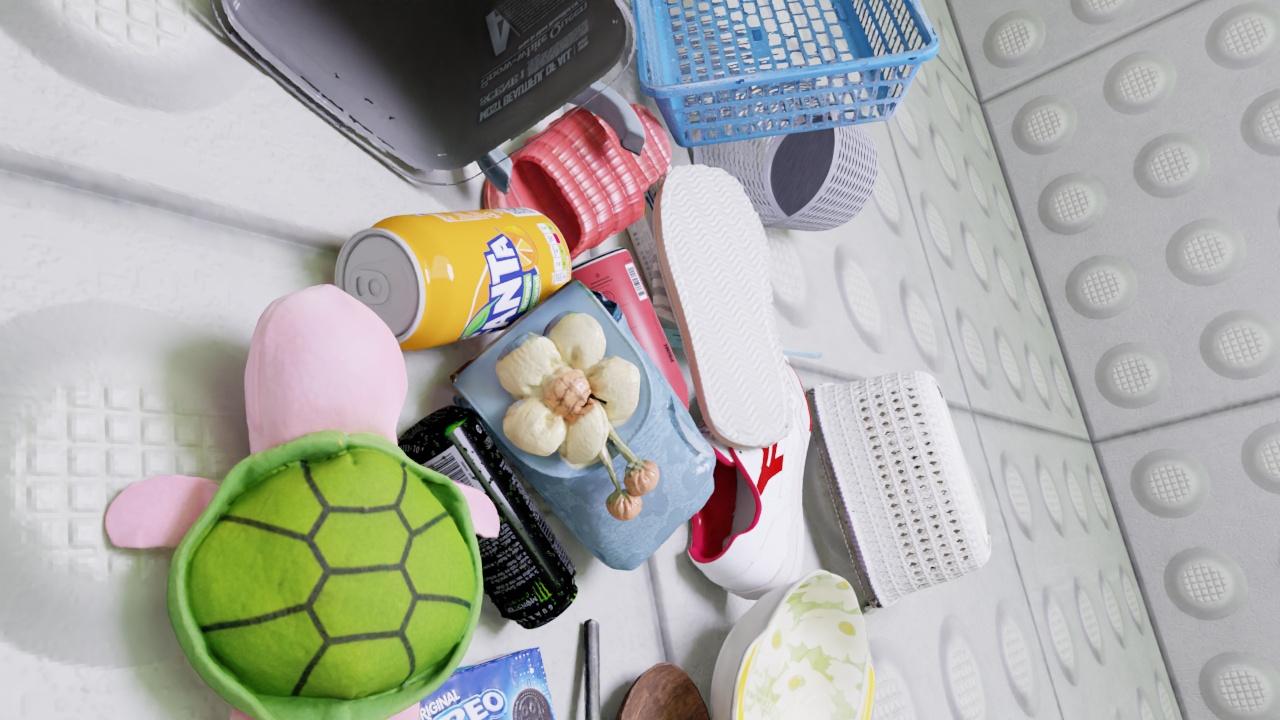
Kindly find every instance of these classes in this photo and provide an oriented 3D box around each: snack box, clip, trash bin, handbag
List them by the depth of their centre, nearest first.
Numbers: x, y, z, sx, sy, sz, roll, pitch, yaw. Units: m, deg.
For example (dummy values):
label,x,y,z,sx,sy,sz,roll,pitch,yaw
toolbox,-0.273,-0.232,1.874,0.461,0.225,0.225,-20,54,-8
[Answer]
label,x,y,z,sx,sy,sz,roll,pitch,yaw
snack box,-0.101,0.208,0.485,0.150,0.027,0.082,1,70,-55
handbag,-0.026,0.050,0.590,0.192,0.121,0.118,56,-10,-26
trash bin,-0.126,-0.276,0.594,0.197,0.198,0.219,38,37,-40
clip,-0.098,-0.179,0.676,0.173,0.031,0.163,37,55,12
snack box,0.016,-0.133,0.854,0.081,0.026,0.150,-18,86,-55
trash bin,0.170,-0.220,1.016,0.183,0.157,0.156,-5,76,-59

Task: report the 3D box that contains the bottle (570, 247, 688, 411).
label,x,y,z,sx,sy,sz,roll,pitch,yaw
bottle,-0.004,0.004,0.713,0.062,0.062,0.176,-28,96,-57

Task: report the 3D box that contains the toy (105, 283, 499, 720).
label,x,y,z,sx,sy,sz,roll,pitch,yaw
toy,-0.143,0.082,0.433,0.189,0.088,0.238,7,66,-32

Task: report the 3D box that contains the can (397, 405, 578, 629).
label,x,y,z,sx,sy,sz,roll,pitch,yaw
can,-0.090,0.092,0.544,0.138,0.054,0.053,59,34,-13

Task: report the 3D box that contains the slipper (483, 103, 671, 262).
label,x,y,z,sx,sy,sz,roll,pitch,yaw
slipper,-0.035,-0.154,0.742,0.103,0.059,0.247,55,43,-14

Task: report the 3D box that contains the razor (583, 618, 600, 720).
label,x,y,z,sx,sy,sz,roll,pitch,yaw
razor,-0.031,0.216,0.585,0.026,0.043,0.105,37,34,-36

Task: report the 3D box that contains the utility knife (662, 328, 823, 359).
label,x,y,z,sx,sy,sz,roll,pitch,yaw
utility knife,0.090,-0.011,0.815,0.022,0.147,0.015,-86,-175,-47

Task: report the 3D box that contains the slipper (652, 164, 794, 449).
label,x,y,z,sx,sy,sz,roll,pitch,yaw
slipper,0.068,-0.049,0.788,0.114,0.054,0.272,5,61,-26

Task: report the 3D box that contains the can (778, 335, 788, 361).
label,x,y,z,sx,sy,sz,roll,pitch,yaw
can,0.116,0.001,0.896,0.054,0.055,0.101,-18,87,-57

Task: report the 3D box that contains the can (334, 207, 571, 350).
label,x,y,z,sx,sy,sz,roll,pitch,yaw
can,-0.112,-0.053,0.572,0.142,0.079,0.079,-20,88,-57

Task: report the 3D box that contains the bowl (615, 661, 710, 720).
label,x,y,z,sx,sy,sz,roll,pitch,yaw
bowl,0.009,0.262,0.617,0.102,0.026,0.114,61,32,-13

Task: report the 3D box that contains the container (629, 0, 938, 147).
label,x,y,z,sx,sy,sz,roll,pitch,yaw
container,0.119,-0.348,0.914,0.089,0.257,0.361,79,5,-48

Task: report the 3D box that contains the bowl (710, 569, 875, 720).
label,x,y,z,sx,sy,sz,roll,pitch,yaw
bowl,0.109,0.253,0.707,0.219,0.060,0.188,28,70,-46

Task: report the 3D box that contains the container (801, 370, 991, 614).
label,x,y,z,sx,sy,sz,roll,pitch,yaw
container,0.269,0.126,0.966,0.184,0.143,0.251,9,64,-69

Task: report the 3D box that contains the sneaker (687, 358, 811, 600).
label,x,y,z,sx,sy,sz,roll,pitch,yaw
sneaker,0.078,0.074,0.776,0.104,0.091,0.236,35,50,-40
